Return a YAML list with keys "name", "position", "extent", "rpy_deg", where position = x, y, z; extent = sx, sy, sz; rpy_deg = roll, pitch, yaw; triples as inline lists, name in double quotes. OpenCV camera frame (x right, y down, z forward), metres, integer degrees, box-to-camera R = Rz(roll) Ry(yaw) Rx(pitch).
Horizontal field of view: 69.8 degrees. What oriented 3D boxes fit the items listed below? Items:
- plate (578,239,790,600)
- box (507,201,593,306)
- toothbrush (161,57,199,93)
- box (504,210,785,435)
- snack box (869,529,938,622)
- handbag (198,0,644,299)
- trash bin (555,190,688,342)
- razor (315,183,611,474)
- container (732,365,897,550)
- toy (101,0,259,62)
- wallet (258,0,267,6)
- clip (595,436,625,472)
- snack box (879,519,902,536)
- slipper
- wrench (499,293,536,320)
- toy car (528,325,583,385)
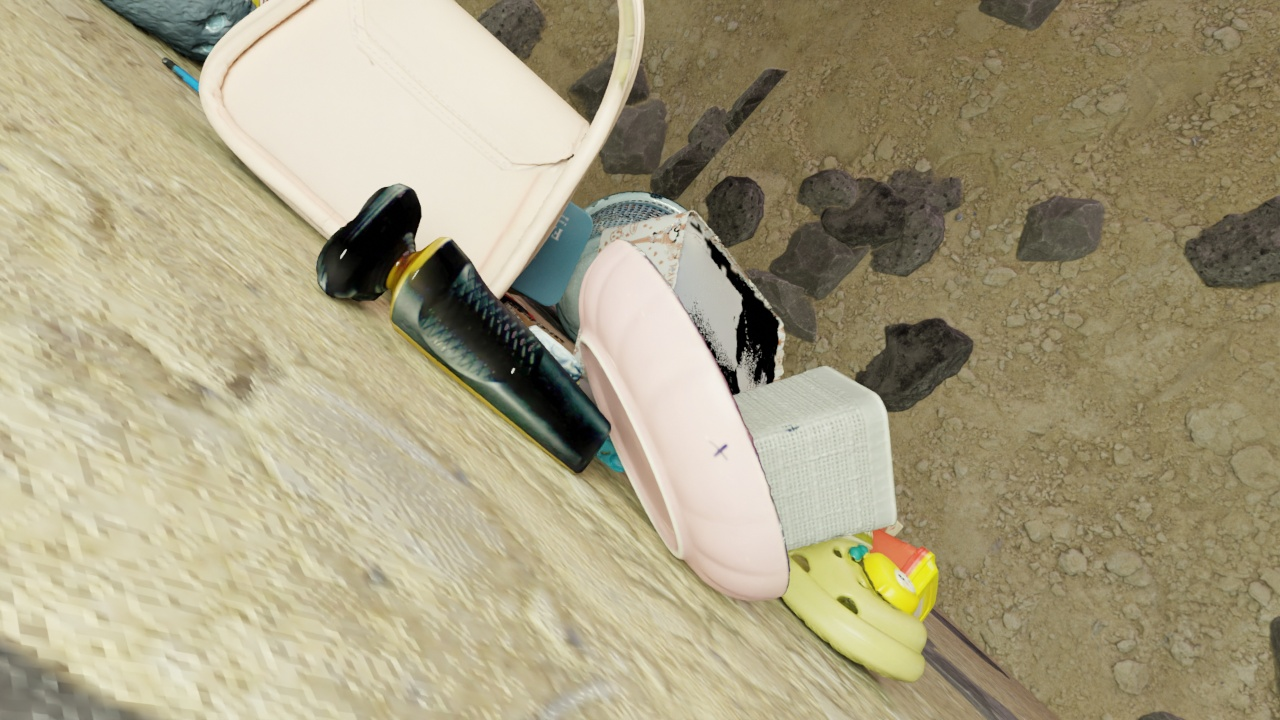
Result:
- name: "plate"
  position: [0.011, 0.036, 0.458]
  extent: [0.192, 0.039, 0.192]
  rpy_deg: [156, -89, -81]
- name: "box"
  position: [-0.121, -0.111, 0.715]
  extent: [0.184, 0.089, 0.061]
  rpy_deg: [26, -5, -36]
- name: "toothbrush"
  position: [-0.235, -0.137, 0.604]
  extent: [0.189, 0.016, 0.014]
  rpy_deg: [40, -1, -6]
- name: "box"
  position: [-0.006, 0.005, 0.717]
  extent: [0.178, 0.152, 0.182]
  rpy_deg: [-6, -32, 33]
- name: "snack box"
  position: [0.177, 0.169, 0.701]
  extent: [0.080, 0.082, 0.091]
  rpy_deg: [34, -21, 33]
- name: "handbag"
  position: [-0.097, -0.158, 0.509]
  extent: [0.193, 0.234, 0.093]
  rpy_deg: [40, 5, -14]
- name: "trash bin"
  position: [-0.019, -0.095, 1.163]
  extent: [0.226, 0.227, 0.194]
  rpy_deg: [41, 16, -4]
- name: "razor"
  position: [-0.076, -0.006, 0.434]
  extent: [0.167, 0.062, 0.068]
  rpy_deg: [46, -30, -22]
- name: "container"
  position: [0.086, 0.067, 0.581]
  extent: [0.090, 0.114, 0.090]
  rpy_deg: [-136, -146, -69]
- name: "toy"
  position: [-0.338, -0.279, 0.657]
  extent: [0.138, 0.091, 0.356]
  rpy_deg: [30, 0, 5]
- name: "wallet"
  position: [-0.251, -0.208, 0.690]
  extent: [0.101, 0.032, 0.124]
  rpy_deg: [-137, -140, -84]
- name: "clip"
  position: [-0.029, 0.047, 0.552]
  extent: [0.056, 0.014, 0.040]
  rpy_deg: [41, 3, -14]
- name: "snack box"
  position: [0.175, 0.153, 0.854]
  extent: [0.077, 0.093, 0.094]
  rpy_deg: [44, 4, 39]
- name: "slipper"
  position: [0.124, 0.133, 0.628]
  extent: [0.190, 0.081, 0.091]
  rpy_deg: [40, 4, 34]
- name: "wrench"
  position: [-0.129, -0.054, 0.722]
  extent: [0.056, 0.016, 0.273]
  rpy_deg: [39, 2, 8]
- name: "toy car"
  position: [-0.058, 0.001, 0.503]
  extent: [0.043, 0.034, 0.091]
  rpy_deg: [43, -17, -14]
